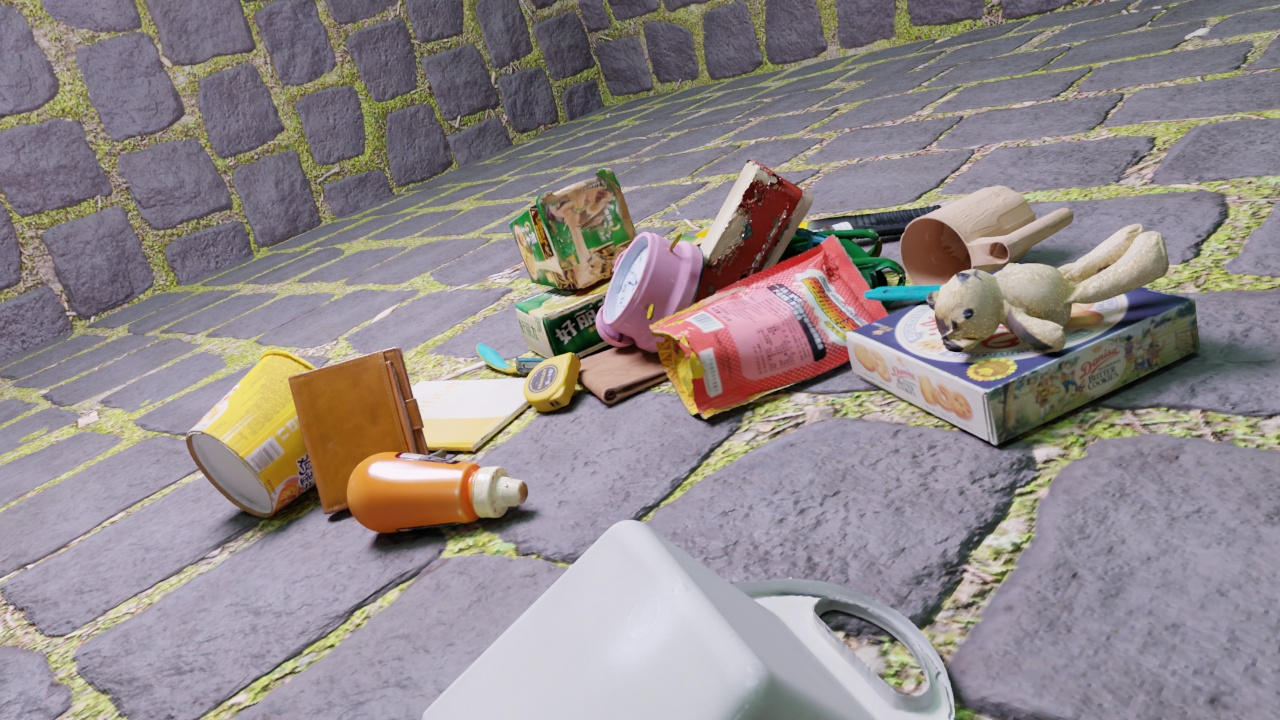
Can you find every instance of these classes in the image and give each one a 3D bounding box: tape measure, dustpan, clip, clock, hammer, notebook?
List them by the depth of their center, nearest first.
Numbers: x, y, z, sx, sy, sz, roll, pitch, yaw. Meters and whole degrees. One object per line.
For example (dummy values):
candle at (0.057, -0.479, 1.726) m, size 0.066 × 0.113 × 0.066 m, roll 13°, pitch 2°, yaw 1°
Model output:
dustpan at (0.014, 0.196, 0.450) m, size 0.257 × 0.142 × 0.223 m, roll -50°, pitch 25°, yaw -1°
clip at (0.173, -0.116, 0.903) m, size 0.014 × 0.047 × 0.057 m, roll -22°, pitch 31°, yaw -33°
tape measure at (-0.088, 0.025, 0.919) m, size 0.057 × 0.029 × 0.059 m, roll -14°, pitch 44°, yaw 29°
clock at (0.003, -0.069, 0.934) m, size 0.159 × 0.059 × 0.117 m, roll -19°, pitch 51°, yaw 68°
notebook at (-0.208, 0.056, 0.975) m, size 0.207 × 0.010 × 0.145 m, roll -2°, pitch 26°, yaw 34°
hammer at (0.207, -0.155, 1.111) m, size 0.301 × 0.033 × 0.128 m, roll -3°, pitch 4°, yaw 23°

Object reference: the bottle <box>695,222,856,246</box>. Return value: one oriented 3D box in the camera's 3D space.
bottle at (0.141, -0.111, 1.018) m, size 0.195 × 0.080 × 0.044 m, roll -16°, pitch 16°, yaw -2°

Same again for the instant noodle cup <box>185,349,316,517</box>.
instant noodle cup at (-0.355, 0.077, 0.885) m, size 0.138 × 0.138 × 0.109 m, roll 0°, pitch 36°, yaw 38°

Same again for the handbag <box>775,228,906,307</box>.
handbag at (0.199, -0.091, 0.937) m, size 0.120 × 0.068 × 0.131 m, roll -15°, pitch 21°, yaw 6°

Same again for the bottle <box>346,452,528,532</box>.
bottle at (-0.162, 0.107, 0.746) m, size 0.150 × 0.067 × 0.066 m, roll -3°, pitch 25°, yaw 18°

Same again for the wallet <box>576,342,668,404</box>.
wallet at (-0.006, 0.005, 0.931) m, size 0.115 × 0.020 × 0.101 m, roll -22°, pitch 23°, yaw -19°

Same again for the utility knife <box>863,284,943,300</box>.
utility knife at (0.253, -0.057, 0.763) m, size 0.151 × 0.013 × 0.029 m, roll 3°, pitch 24°, yaw 46°

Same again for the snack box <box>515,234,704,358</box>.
snack box at (-0.018, -0.075, 1.075) m, size 0.239 × 0.063 × 0.114 m, roll -25°, pitch 20°, yaw -17°

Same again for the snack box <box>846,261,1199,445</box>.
snack box at (0.286, -0.015, 0.711) m, size 0.182 × 0.046 × 0.178 m, roll -22°, pitch 21°, yaw -13°

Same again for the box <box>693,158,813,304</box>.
box at (0.094, -0.117, 0.936) m, size 0.080 × 0.168 × 0.091 m, roll 27°, pitch 15°, yaw -10°

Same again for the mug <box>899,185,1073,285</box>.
mug at (0.327, -0.116, 0.868) m, size 0.103 × 0.084 × 0.125 m, roll -27°, pitch 13°, yaw -27°

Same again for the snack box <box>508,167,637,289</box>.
snack box at (-0.087, -0.146, 1.067) m, size 0.118 × 0.117 × 0.106 m, roll -29°, pitch 16°, yaw -36°

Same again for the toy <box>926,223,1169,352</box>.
toy at (0.285, -0.053, 0.647) m, size 0.157 × 0.066 × 0.105 m, roll -20°, pitch 37°, yaw 14°

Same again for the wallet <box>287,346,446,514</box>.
wallet at (-0.247, 0.061, 0.833) m, size 0.119 × 0.130 × 0.035 m, roll -16°, pitch -5°, yaw -4°

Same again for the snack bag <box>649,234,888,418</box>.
snack bag at (0.122, -0.029, 0.822) m, size 0.207 × 0.073 × 0.128 m, roll -23°, pitch 60°, yaw -14°

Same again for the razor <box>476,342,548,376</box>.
razor at (-0.155, -0.001, 1.049) m, size 0.043 × 0.028 × 0.133 m, roll -4°, pitch 13°, yaw -38°
